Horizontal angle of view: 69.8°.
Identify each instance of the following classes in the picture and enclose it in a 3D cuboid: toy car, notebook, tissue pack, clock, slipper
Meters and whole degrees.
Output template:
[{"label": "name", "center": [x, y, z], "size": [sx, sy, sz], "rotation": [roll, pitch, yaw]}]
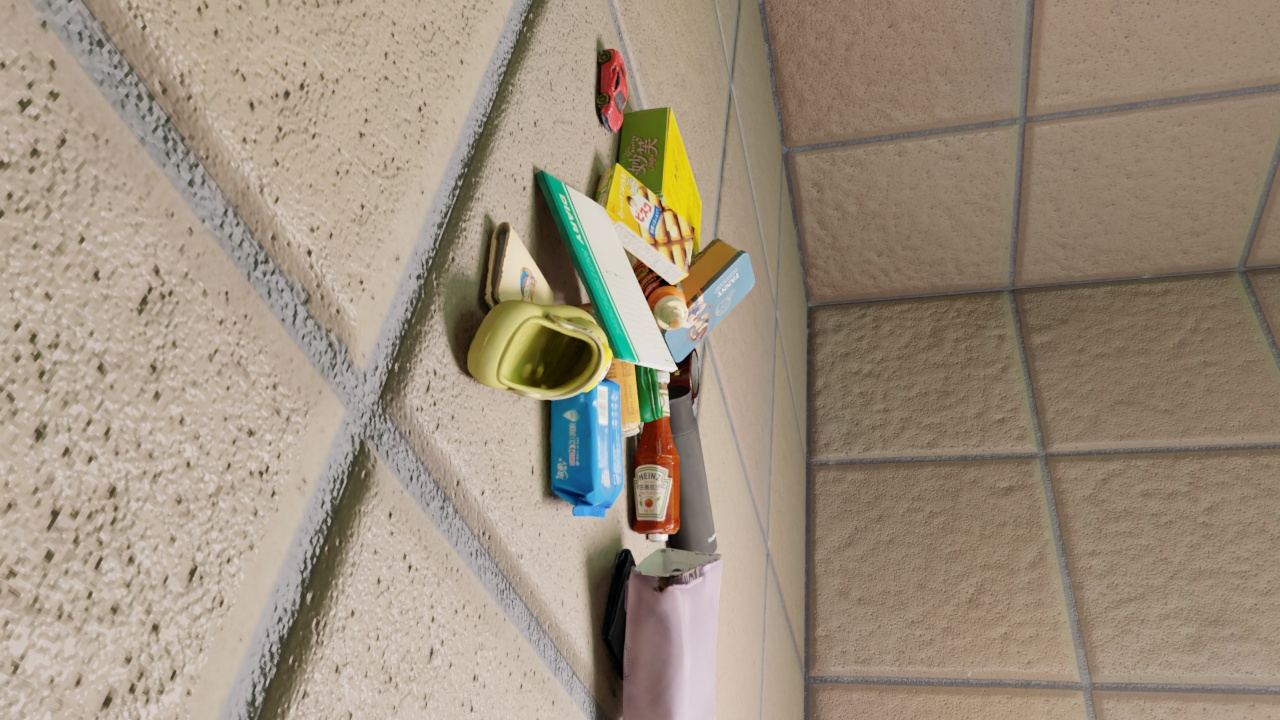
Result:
[{"label": "toy car", "center": [-0.034, -0.335, 1.145], "size": [0.049, 0.031, 0.106], "rotation": [48, 42, -64]}, {"label": "notebook", "center": [-0.034, -0.087, 0.945], "size": [0.209, 0.012, 0.150], "rotation": [66, 18, 14]}, {"label": "tissue pack", "center": [-0.055, 0.080, 0.917], "size": [0.095, 0.052, 0.157], "rotation": [20, 66, -71]}, {"label": "clock", "center": [0.056, 0.025, 1.330], "size": [0.122, 0.055, 0.081], "rotation": [66, 25, -55]}, {"label": "slipper", "center": [-0.074, 0.002, 0.784], "size": [0.092, 0.081, 0.190], "rotation": [-62, 159, 7]}]

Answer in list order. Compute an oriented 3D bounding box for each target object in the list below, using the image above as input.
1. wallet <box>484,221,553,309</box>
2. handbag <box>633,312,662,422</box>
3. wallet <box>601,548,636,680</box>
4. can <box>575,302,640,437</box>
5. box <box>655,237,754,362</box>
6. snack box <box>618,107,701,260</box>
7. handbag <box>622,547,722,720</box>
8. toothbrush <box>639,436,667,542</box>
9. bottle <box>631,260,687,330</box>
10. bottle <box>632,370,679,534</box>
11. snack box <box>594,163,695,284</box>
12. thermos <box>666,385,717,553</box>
[{"label": "wallet", "center": [-0.107, -0.055, 0.819], "size": [0.115, 0.024, 0.087], "rotation": [65, 29, -60]}, {"label": "handbag", "center": [-0.006, 0.006, 1.082], "size": [0.120, 0.068, 0.131], "rotation": [-39, 122, -78]}, {"label": "wallet", "center": [-0.017, 0.296, 1.069], "size": [0.120, 0.019, 0.097], "rotation": [-75, 156, -44]}, {"label": "can", "center": [-0.035, 0.009, 0.996], "size": [0.058, 0.058, 0.146], "rotation": [-29, 114, -73]}, {"label": "box", "center": [0.083, -0.088, 1.264], "size": [0.184, 0.060, 0.090], "rotation": [-45, 148, -9]}, {"label": "snack box", "center": [0.029, -0.218, 1.266], "size": [0.210, 0.070, 0.157], "rotation": [61, 29, -56]}, {"label": "handbag", "center": [0.030, 0.321, 1.025], "size": [0.144, 0.098, 0.197], "rotation": [3, 88, -74]}, {"label": "toothbrush", "center": [0.014, 0.128, 1.204], "size": [0.026, 0.027, 0.221], "rotation": [-10, 96, -50]}, {"label": "bottle", "center": [0.028, -0.080, 1.157], "size": [0.149, 0.066, 0.067], "rotation": [-113, -172, -59]}, {"label": "bottle", "center": [0.020, 0.116, 1.160], "size": [0.059, 0.060, 0.206], "rotation": [26, 63, -72]}, {"label": "snack box", "center": [0.005, -0.165, 1.114], "size": [0.140, 0.034, 0.086], "rotation": [34, 45, -26]}, {"label": "thermos", "center": [0.052, 0.162, 1.277], "size": [0.089, 0.069, 0.243], "rotation": [-34, 119, -53]}]
